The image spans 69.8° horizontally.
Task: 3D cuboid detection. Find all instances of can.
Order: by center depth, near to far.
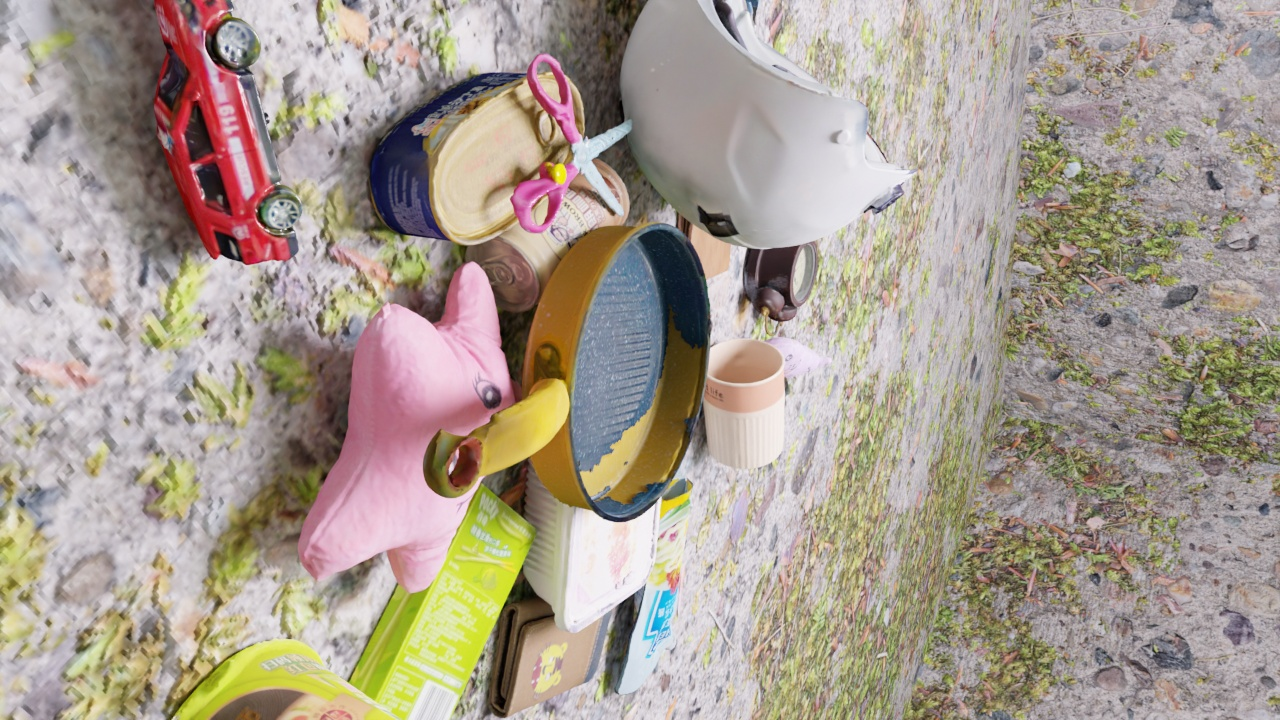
[{"bbox_3d":[-0.091,-0.121,0.535,0.147,0.049,0.075,-50,141,-42],"label":"can"},{"bbox_3d":[-0.058,-0.084,0.599,0.116,0.059,0.059,-51,141,-42],"label":"can"}]

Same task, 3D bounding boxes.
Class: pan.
[{"bbox_3d":[-0.030,0.018,0.531,0.356,0.078,0.198,-14,110,-62],"label":"pan"}]

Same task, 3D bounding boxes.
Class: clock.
[{"bbox_3d":[0.149,-0.086,0.984,0.082,0.055,0.122,18,85,-62],"label":"clock"}]

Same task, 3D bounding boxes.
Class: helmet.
[{"bbox_3d":[0.079,-0.171,0.692,0.146,0.229,0.258,-43,167,18],"label":"helmet"}]

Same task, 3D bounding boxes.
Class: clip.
[{"bbox_3d":[0.096,-0.307,0.843,0.058,0.027,0.045,75,30,-45],"label":"clip"}]

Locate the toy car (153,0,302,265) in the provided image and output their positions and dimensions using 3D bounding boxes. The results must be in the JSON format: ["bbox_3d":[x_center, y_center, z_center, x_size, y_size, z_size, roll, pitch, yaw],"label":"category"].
[{"bbox_3d":[-0.176,-0.097,0.383,0.045,0.053,0.121,-21,126,-30],"label":"toy car"}]

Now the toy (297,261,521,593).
[{"bbox_3d":[-0.122,0.038,0.503,0.179,0.075,0.194,80,28,-50],"label":"toy"}]

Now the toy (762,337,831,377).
[{"bbox_3d":[0.153,-0.002,1.003,0.108,0.084,0.039,16,62,-59],"label":"toy"}]

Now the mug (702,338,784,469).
[{"bbox_3d":[0.103,0.036,0.932,0.114,0.082,0.106,-91,175,-58],"label":"mug"}]

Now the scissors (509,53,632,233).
[{"bbox_3d":[-0.040,-0.130,0.553,0.133,0.017,0.131,-46,134,-45],"label":"scissors"}]

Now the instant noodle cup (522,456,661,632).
[{"bbox_3d":[-0.039,0.103,0.703,0.137,0.060,0.173,-14,111,-59],"label":"instant noodle cup"}]

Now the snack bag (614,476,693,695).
[{"bbox_3d":[0.016,0.211,0.868,0.110,0.039,0.191,-27,124,-69],"label":"snack bag"}]

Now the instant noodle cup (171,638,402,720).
[{"bbox_3d":[-0.156,0.212,0.456,0.111,0.124,0.112,-29,124,-55],"label":"instant noodle cup"}]

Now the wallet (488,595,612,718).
[{"bbox_3d":[-0.070,0.222,0.720,0.115,0.033,0.090,6,96,-58],"label":"wallet"}]

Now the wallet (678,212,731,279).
[{"bbox_3d":[0.064,-0.131,0.851,0.101,0.020,0.115,-26,125,-57],"label":"wallet"}]

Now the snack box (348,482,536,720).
[{"bbox_3d":[-0.126,0.163,0.597,0.156,0.026,0.086,-66,149,-22],"label":"snack box"}]

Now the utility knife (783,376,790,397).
[{"bbox_3d":[0.144,0.038,0.993,0.188,0.020,0.031,59,21,-80],"label":"utility knife"}]
